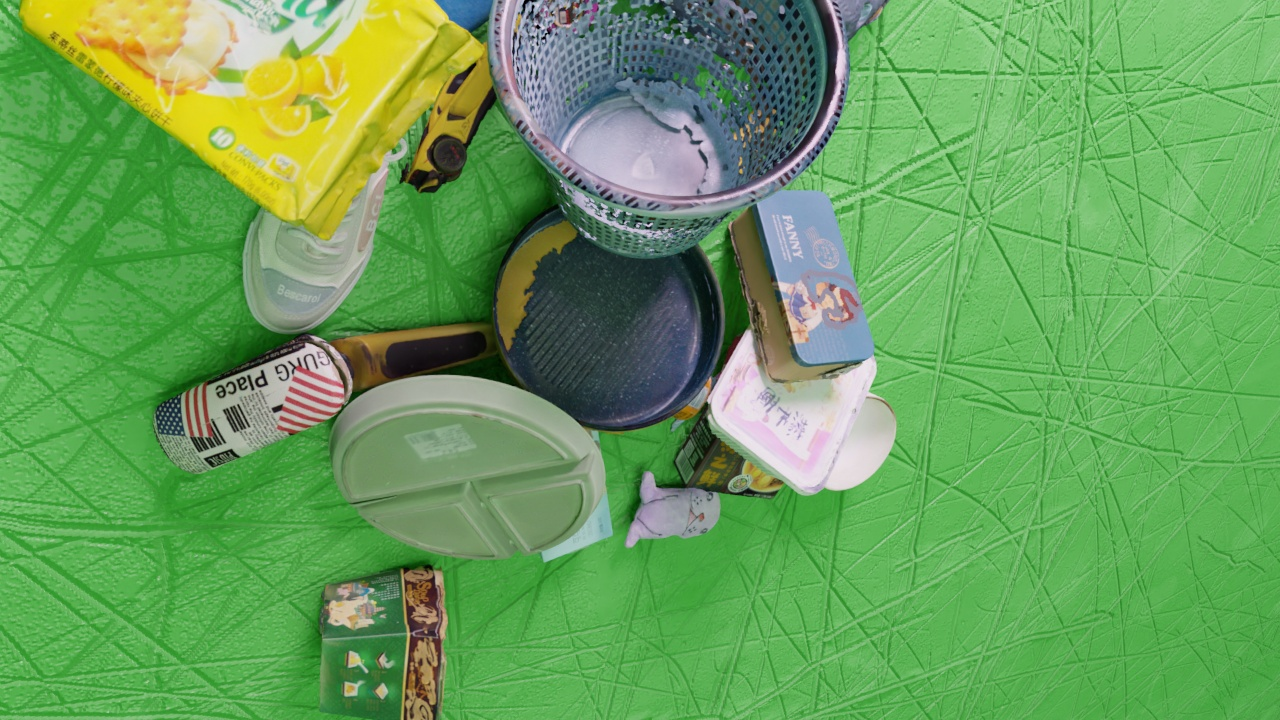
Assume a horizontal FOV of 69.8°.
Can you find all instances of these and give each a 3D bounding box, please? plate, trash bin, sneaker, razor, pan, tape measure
[{"bbox_3d":[-0.144,0.099,0.758,0.230,0.027,0.231,1,135,1],"label":"plate"},{"bbox_3d":[0.009,-0.172,0.655,0.226,0.195,0.226,1,76,-6],"label":"trash bin"},{"bbox_3d":[-0.215,-0.121,0.648,0.089,0.091,0.242,13,107,-32],"label":"sneaker"},{"bbox_3d":[-0.192,-0.003,0.738,0.167,0.068,0.062,-13,101,-31],"label":"razor"},{"bbox_3d":[0.023,-0.102,0.772,0.197,0.078,0.356,39,72,-10],"label":"pan"},{"bbox_3d":[-0.062,-0.272,0.691,0.058,0.039,0.057,-30,127,-7],"label":"tape measure"}]

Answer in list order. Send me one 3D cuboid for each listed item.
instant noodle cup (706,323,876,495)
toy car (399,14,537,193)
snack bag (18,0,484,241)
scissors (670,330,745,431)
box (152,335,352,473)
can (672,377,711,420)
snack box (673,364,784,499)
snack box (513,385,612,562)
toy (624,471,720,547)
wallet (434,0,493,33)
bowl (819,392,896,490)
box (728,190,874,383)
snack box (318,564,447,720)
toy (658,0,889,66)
[{"bbox_3d":[0.135,0.031,0.868,0.138,0.060,0.173,38,62,-11],"label":"instant noodle cup"},{"bbox_3d":[-0.124,-0.188,0.667,0.041,0.071,0.156,32,88,-15],"label":"toy car"},{"bbox_3d":[-0.238,-0.200,0.555,0.246,0.068,0.158,37,93,1],"label":"snack bag"},{"bbox_3d":[0.081,0.027,0.929,0.133,0.017,0.133,-45,127,3],"label":"scissors"},{"bbox_3d":[-0.286,0.032,0.682,0.164,0.060,0.072,-20,83,14],"label":"box"},{"bbox_3d":[-0.005,0.005,0.840,0.146,0.058,0.058,26,99,-32],"label":"can"},{"bbox_3d":[0.111,0.076,0.935,0.113,0.053,0.126,11,123,-28],"label":"snack box"},{"bbox_3d":[-0.077,0.099,0.854,0.074,0.051,0.175,-19,121,-20],"label":"snack box"},{"bbox_3d":[0.037,0.154,0.952,0.108,0.039,0.084,6,106,-29],"label":"toy"},{"bbox_3d":[-0.127,-0.280,0.624,0.133,0.040,0.106,-28,131,17],"label":"wallet"},{"bbox_3d":[0.215,0.077,0.997,0.113,0.062,0.114,-12,120,-23],"label":"bowl"},{"bbox_3d":[0.143,-0.073,0.836,0.089,0.062,0.184,-7,76,-27],"label":"box"},{"bbox_3d":[-0.232,0.255,0.819,0.105,0.118,0.118,3,112,-17],"label":"snack box"},{"bbox_3d":[0.108,-0.305,0.738,0.355,0.091,0.138,-13,107,-25],"label":"toy"}]
